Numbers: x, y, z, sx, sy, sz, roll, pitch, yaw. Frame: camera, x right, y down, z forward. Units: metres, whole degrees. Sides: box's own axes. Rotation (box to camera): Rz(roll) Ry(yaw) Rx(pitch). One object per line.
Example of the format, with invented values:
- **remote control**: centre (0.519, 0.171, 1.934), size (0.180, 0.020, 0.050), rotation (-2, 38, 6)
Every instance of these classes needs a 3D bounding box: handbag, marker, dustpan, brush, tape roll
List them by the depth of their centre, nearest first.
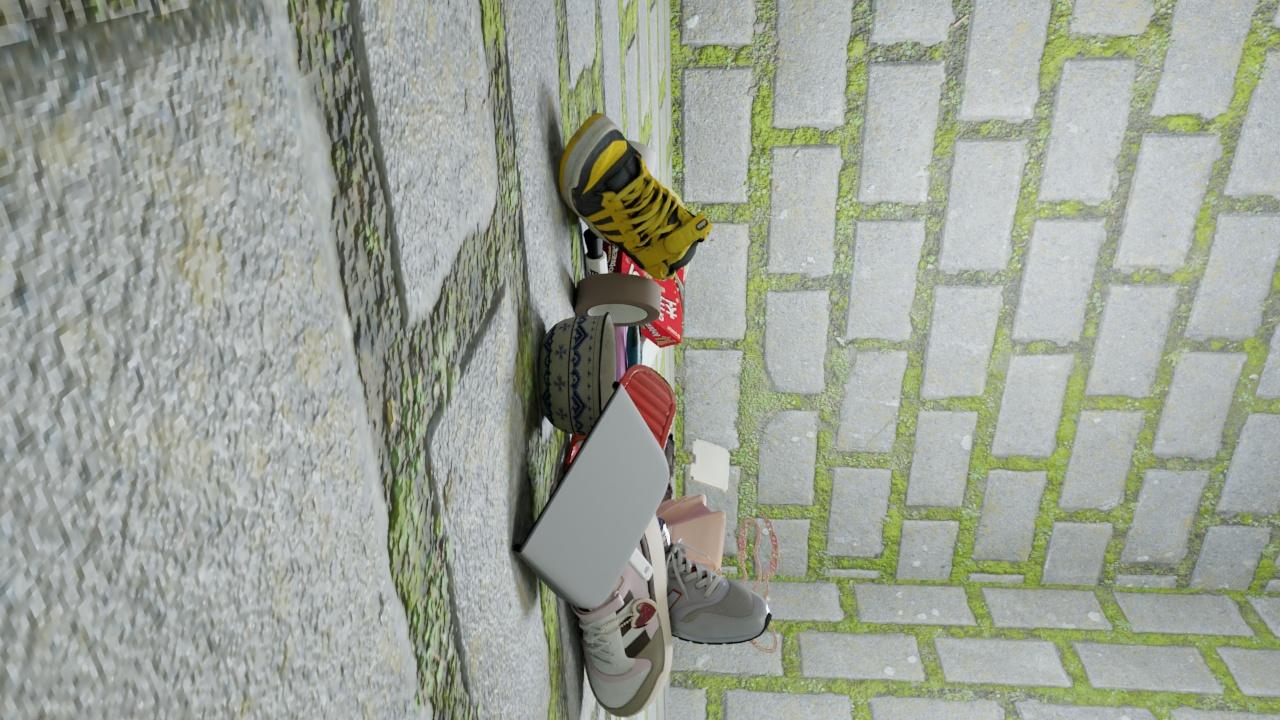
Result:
- **dustpan**: centre (-0.025, 0.151, 0.842), size (0.162, 0.033, 0.258), rotation (-59, 145, -22)
- **tape roll**: centre (-0.025, -0.065, 1.006), size (0.094, 0.094, 0.030), rotation (74, 18, -73)
- **marker**: centre (-0.052, -0.106, 1.089), size (0.126, 0.025, 0.025), rotation (86, 7, -45)
- **handbag**: centre (0.076, 0.271, 1.160), size (0.187, 0.116, 0.199), rotation (36, -48, 47)
- **brush**: centre (-0.036, 0.044, 1.181), size (0.089, 0.043, 0.229), rotation (-74, 164, -72)

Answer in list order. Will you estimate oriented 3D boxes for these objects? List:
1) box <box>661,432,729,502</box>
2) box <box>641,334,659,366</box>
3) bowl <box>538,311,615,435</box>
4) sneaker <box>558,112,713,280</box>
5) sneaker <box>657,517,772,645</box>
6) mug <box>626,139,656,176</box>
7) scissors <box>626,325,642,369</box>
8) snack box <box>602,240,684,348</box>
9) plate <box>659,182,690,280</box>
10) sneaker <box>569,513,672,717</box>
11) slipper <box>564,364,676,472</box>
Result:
- **box**: centre (0.037, 0.178, 1.291), size (0.081, 0.181, 0.143), rotation (97, -1, -70)
- **box**: centre (0.011, -0.043, 1.387), size (0.086, 0.072, 0.198), rotation (-49, -174, 32)
- **bowl**: centre (-0.058, 0.014, 0.828), size (0.115, 0.059, 0.115), rotation (3, 88, -85)
- **sneaker**: centre (0.000, -0.154, 0.934), size (0.086, 0.122, 0.238), rotation (-53, 164, -3)
- **sneaker**: centre (0.034, 0.252, 1.088), size (0.088, 0.240, 0.124), rotation (-43, 129, -51)
- **mug**: centre (-0.029, -0.219, 1.171), size (0.107, 0.071, 0.089), rotation (164, -61, -66)
- **scissors**: centre (-0.006, 0.002, 1.152), size (0.130, 0.019, 0.135), rotation (79, 15, -69)
- **snack box**: centre (0.004, -0.110, 1.264), size (0.152, 0.036, 0.132), rotation (36, 49, -47)
- **plate**: centre (0.004, -0.169, 1.348), size (0.184, 0.036, 0.184), rotation (-11, 105, -47)
- **sneaker**: centre (-0.035, 0.298, 1.030), size (0.116, 0.112, 0.294), rotation (-31, 129, -53)
- **slipper**: centre (-0.029, 0.107, 0.987), size (0.059, 0.103, 0.248), rotation (-35, -155, 42)
